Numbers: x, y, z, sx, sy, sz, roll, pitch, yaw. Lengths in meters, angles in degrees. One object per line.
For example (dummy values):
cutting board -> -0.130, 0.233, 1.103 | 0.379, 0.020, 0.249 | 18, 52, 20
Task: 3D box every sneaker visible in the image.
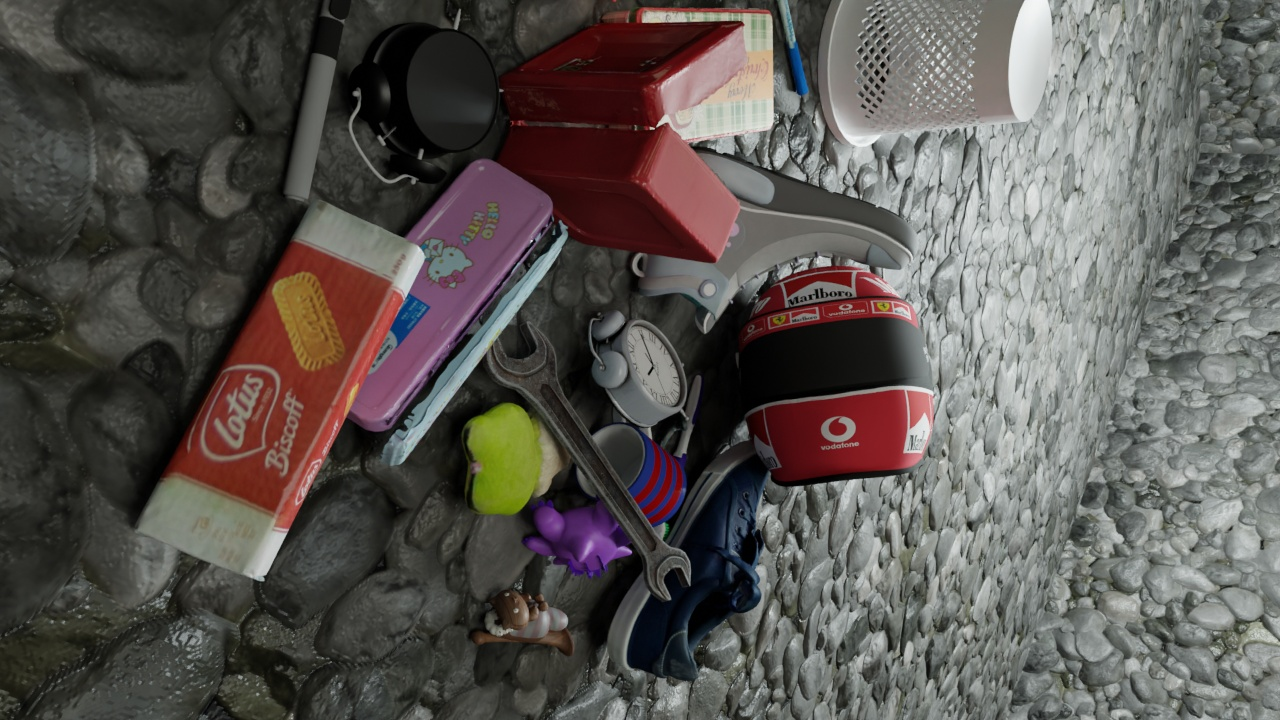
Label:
sneaker -> 0.090, 0.199, 0.928 | 0.293, 0.127, 0.121 | -53, 146, -38
sneaker -> 0.125, -0.090, 0.856 | 0.256, 0.093, 0.160 | 18, 95, -13

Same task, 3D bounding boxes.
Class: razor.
razor -> 0.016, 0.120, 0.913 | 0.043, 0.022, 0.144 | 175, -67, -88

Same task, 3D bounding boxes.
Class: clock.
clock -> -0.005, 0.005, 0.805 | 0.122, 0.035, 0.094 | 37, 37, -40
clock -> -0.144, -0.170, 0.609 | 0.120, 0.043, 0.091 | -53, 136, -27

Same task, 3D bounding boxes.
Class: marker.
marker -> 0.155, -0.344, 0.956 | 0.013, 0.013, 0.142 | -48, 133, -31
marker -> -0.198, -0.168, 0.564 | 0.016, 0.016, 0.140 | 11, 92, -52

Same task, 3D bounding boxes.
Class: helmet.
helmet -> 0.198, 0.014, 0.947 | 0.271, 0.198, 0.224 | 30, 53, -74

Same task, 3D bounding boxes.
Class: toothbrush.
toothbrush -> 0.039, 0.105, 0.940 | 0.016, 0.015, 0.186 | 22, 83, -57

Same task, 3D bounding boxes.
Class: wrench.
wrench -> -0.038, 0.084, 0.746 | 0.273, 0.010, 0.069 | 57, 41, -11

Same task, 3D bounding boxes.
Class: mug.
mug -> -0.007, 0.089, 0.842 | 0.076, 0.075, 0.111 | 42, 42, -48

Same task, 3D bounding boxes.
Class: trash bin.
trash bin -> 0.337, -0.338, 1.032 | 0.195, 0.200, 0.196 | -18, 114, -48

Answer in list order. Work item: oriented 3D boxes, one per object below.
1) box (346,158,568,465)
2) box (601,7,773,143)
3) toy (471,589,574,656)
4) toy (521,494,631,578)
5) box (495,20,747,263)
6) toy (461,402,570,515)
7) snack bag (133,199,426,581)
box -> -0.140, -0.032, 0.657 | 0.213, 0.089, 0.093 | -56, 175, -24
box -> 0.049, -0.256, 0.823 | 0.205, 0.050, 0.118 | -21, 117, -48
toy -> -0.095, 0.225, 0.788 | 0.101, 0.041, 0.055 | 17, 109, -44
toy -> -0.048, 0.158, 0.792 | 0.088, 0.106, 0.055 | 76, 6, -59
box -> -0.011, -0.152, 0.693 | 0.151, 0.157, 0.165 | -37, 130, -36
toy -> -0.097, 0.076, 0.741 | 0.117, 0.043, 0.092 | -14, 105, -54
snack bag -> -0.213, 0.015, 0.552 | 0.041, 0.077, 0.224 | 121, -7, -74
